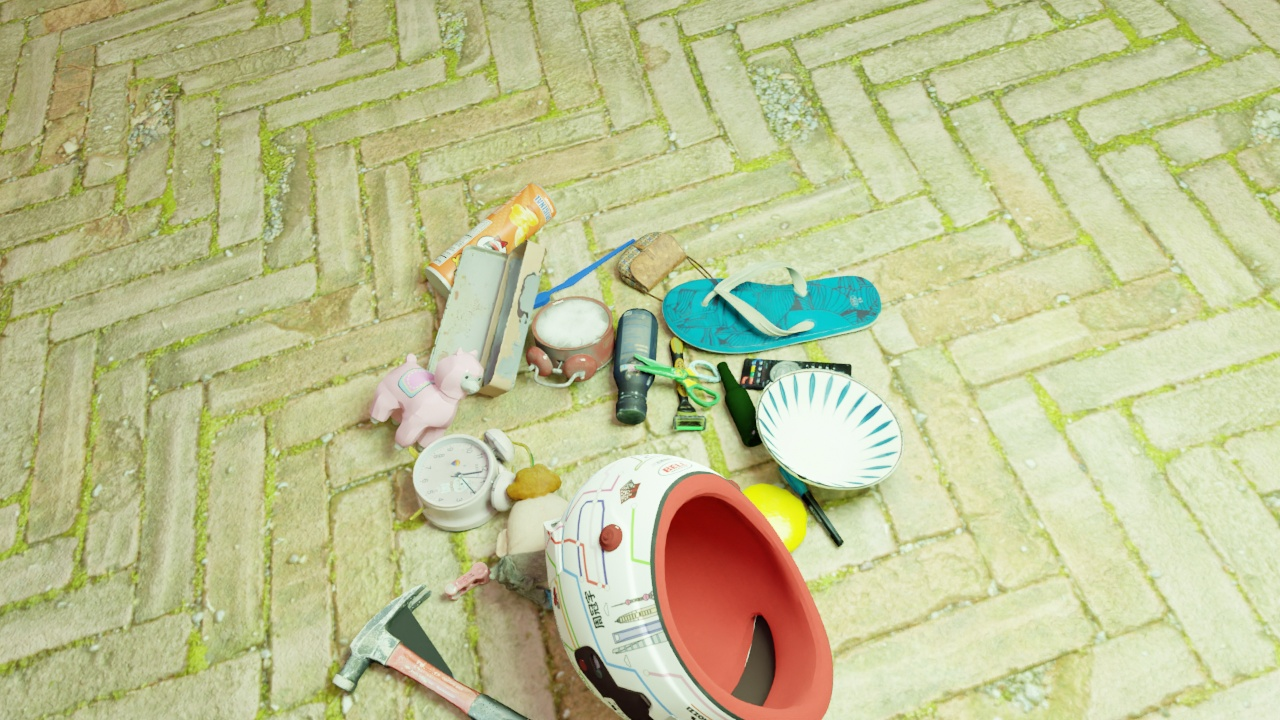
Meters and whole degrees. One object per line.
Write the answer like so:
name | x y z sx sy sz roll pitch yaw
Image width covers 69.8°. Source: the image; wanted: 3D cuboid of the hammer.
hammer | -0.176 0.369 1.008 0.326 0.036 0.140 23 64 21

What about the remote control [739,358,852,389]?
remote control | 0.201 0.022 1.191 0.141 0.021 0.045 4 56 17

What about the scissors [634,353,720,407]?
scissors | 0.049 0.010 1.191 0.132 0.013 0.077 26 47 -8

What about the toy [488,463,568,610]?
toy | -0.115 0.207 1.078 0.132 0.076 0.175 -3 62 -15

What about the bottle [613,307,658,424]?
bottle | -0.007 0.007 1.209 0.056 0.056 0.160 -1 57 7

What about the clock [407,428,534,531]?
clock | -0.209 0.145 1.145 0.158 0.059 0.116 -11 56 0

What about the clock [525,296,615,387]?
clock | -0.094 -0.016 1.229 0.110 0.062 0.156 9 45 14

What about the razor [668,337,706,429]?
razor | 0.055 0.029 1.206 0.044 0.021 0.144 1 56 -13

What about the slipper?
slipper | 0.177 -0.073 1.226 0.295 0.060 0.118 -5 68 1

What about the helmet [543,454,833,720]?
helmet | 0.031 0.252 0.937 0.230 0.237 0.314 -14 71 -40

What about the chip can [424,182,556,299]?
chip can | -0.220 -0.177 1.358 0.062 0.062 0.210 36 68 27

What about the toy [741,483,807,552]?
toy | 0.149 0.187 1.076 0.094 0.041 0.095 -18 55 -10

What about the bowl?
bowl | 0.217 0.098 1.096 0.177 0.071 0.177 5 48 -6

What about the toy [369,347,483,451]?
toy | -0.273 0.040 1.184 0.123 0.067 0.158 41 104 27

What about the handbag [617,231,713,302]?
handbag | 0.059 -0.110 1.290 0.196 0.043 0.093 38 69 24

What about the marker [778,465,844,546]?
marker | 0.203 0.170 1.092 0.015 0.018 0.123 -26 57 -12

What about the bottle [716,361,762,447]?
bottle | 0.125 0.052 1.173 0.033 0.033 0.122 -19 55 -4

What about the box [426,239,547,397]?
box | -0.211 -0.063 1.246 0.094 0.121 0.216 22 68 -29

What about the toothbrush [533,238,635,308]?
toothbrush | -0.082 -0.128 1.339 0.186 0.011 0.016 -34 58 -17

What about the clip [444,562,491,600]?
clip | -0.204 0.265 1.093 0.059 0.039 0.022 -27 60 -16
